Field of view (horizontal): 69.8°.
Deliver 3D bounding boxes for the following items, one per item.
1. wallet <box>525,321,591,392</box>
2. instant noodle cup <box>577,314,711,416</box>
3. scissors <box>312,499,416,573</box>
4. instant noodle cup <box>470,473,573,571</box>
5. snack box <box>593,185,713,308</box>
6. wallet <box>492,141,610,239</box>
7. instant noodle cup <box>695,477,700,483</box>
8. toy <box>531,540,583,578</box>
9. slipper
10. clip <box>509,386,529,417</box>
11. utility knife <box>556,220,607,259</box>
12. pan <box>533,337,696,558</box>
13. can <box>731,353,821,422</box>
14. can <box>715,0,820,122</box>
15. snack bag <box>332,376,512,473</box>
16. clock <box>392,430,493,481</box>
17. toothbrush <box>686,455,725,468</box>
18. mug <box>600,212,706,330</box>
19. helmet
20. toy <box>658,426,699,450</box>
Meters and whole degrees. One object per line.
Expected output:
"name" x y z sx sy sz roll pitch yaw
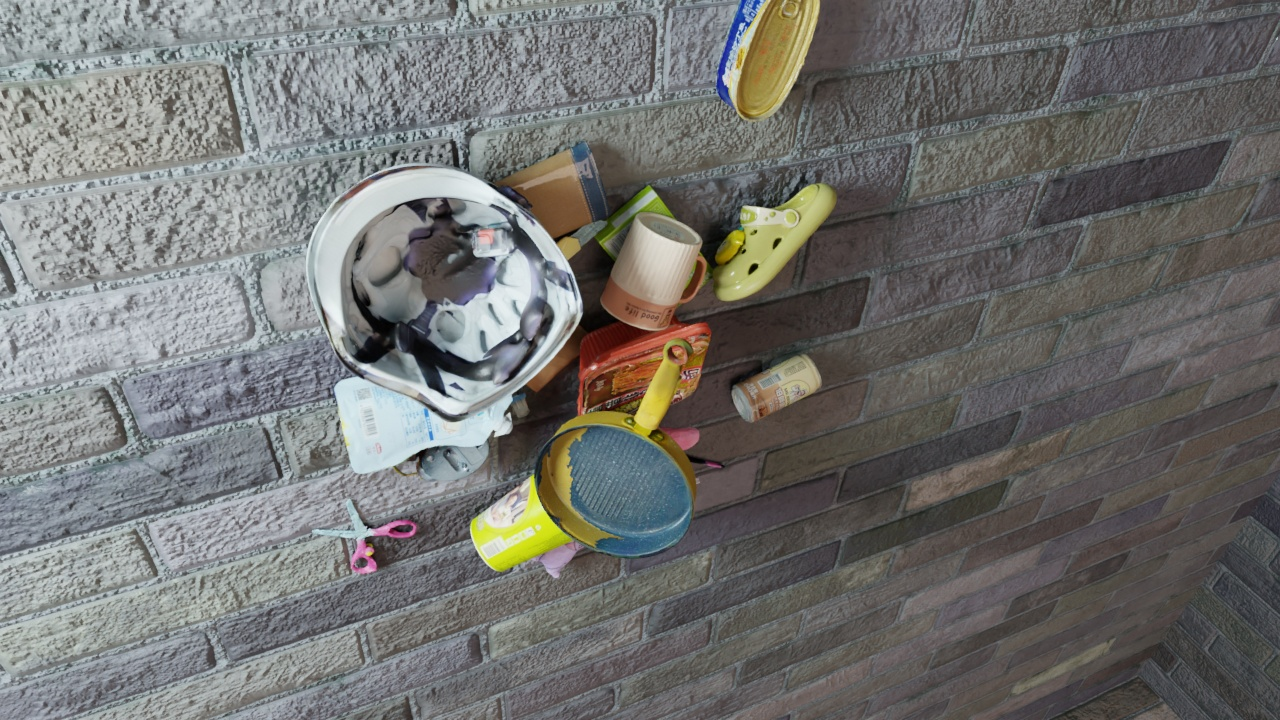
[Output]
"wallet" -0.121 -0.023 1.078 0.101 0.020 0.115 -41 133 7
"instant noodle cup" -0.007 0.006 1.103 0.164 0.079 0.189 -20 156 -15
"scissors" -0.342 0.219 1.157 0.131 0.017 0.133 -17 130 -15
"instant noodle cup" -0.153 0.215 1.208 0.123 0.111 0.112 -31 137 9
"snack box" 0.019 -0.123 1.069 0.086 0.026 0.156 -40 136 5
"wallet" -0.094 -0.168 0.961 0.115 0.033 0.090 -26 133 -7
"instant noodle cup" -0.004 0.200 1.237 0.137 0.060 0.174 -8 174 -22
"toy" -0.111 0.258 1.310 0.108 0.039 0.084 -43 127 10
"slipper" 0.146 -0.154 1.087 0.190 0.091 0.081 -44 104 -4
"clip" -0.150 0.051 1.125 0.027 0.045 0.058 -26 141 -11
"utility knife" -0.112 -0.097 1.017 0.188 0.020 0.031 -35 133 12
"pan" -0.007 0.099 1.036 0.198 0.078 0.358 25 125 2
"can" 0.190 0.039 1.286 0.116 0.058 0.059 -25 135 -11
"can" 0.129 -0.325 0.945 0.074 0.049 0.148 -2 127 -30
"snack bag" -0.237 0.053 1.027 0.190 0.110 0.039 -14 176 -16
"clock" -0.237 0.103 1.091 0.122 0.055 0.082 -30 137 -3
"toothbrush" 0.058 0.138 1.326 0.189 0.014 0.018 16 108 -39
"mug" 0.025 -0.098 1.016 0.114 0.081 0.106 1 123 -37
"helmet" -0.192 -0.085 0.891 0.229 0.145 0.258 -45 119 9
"toy" -0.035 0.133 1.202 0.194 0.074 0.179 -5 158 -36
